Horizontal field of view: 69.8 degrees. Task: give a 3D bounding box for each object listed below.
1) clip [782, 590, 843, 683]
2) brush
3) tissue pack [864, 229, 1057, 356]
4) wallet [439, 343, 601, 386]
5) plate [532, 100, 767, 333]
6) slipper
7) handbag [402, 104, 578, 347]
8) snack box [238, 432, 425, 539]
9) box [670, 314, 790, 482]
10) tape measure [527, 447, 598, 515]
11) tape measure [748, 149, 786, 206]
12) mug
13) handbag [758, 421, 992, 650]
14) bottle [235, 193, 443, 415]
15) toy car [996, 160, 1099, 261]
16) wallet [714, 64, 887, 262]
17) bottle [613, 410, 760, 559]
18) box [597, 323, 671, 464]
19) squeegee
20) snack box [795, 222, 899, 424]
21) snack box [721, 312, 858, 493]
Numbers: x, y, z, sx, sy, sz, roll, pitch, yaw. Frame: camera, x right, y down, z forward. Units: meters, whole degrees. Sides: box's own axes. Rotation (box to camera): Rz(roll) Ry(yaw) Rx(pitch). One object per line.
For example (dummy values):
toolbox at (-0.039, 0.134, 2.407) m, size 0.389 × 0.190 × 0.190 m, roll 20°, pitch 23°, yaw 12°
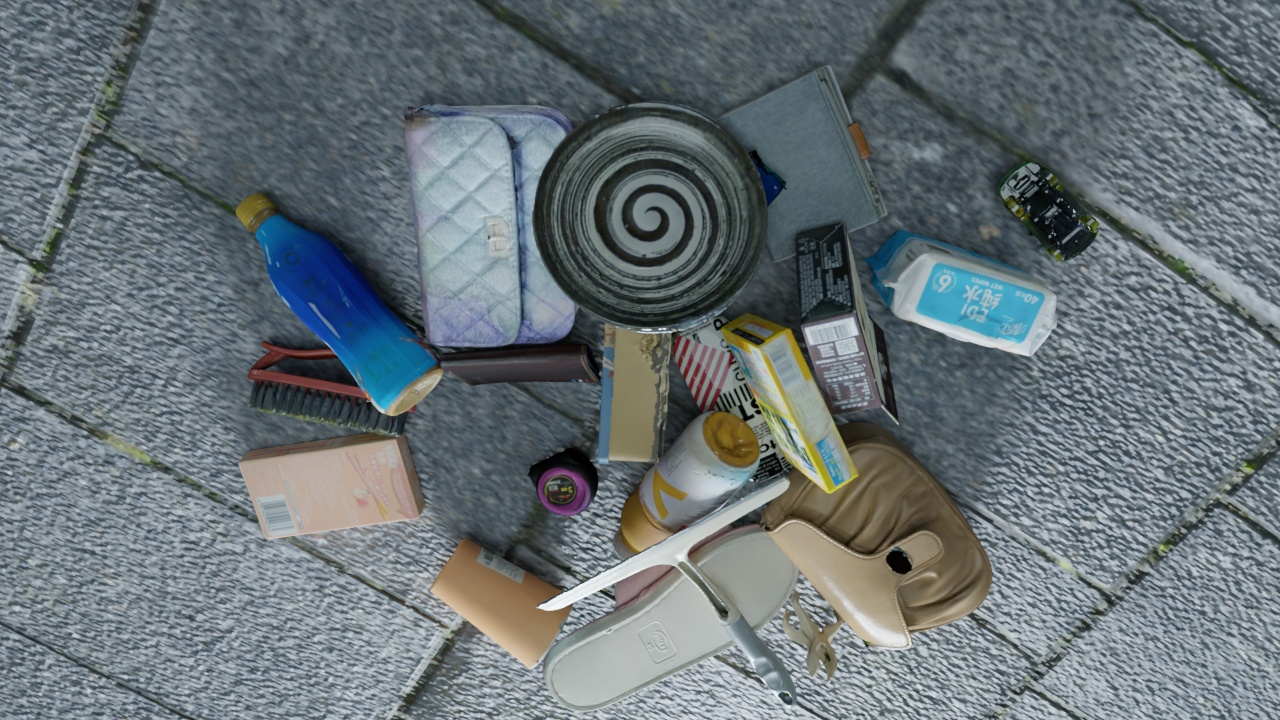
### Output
clip at (0.154, 0.255, 0.863) m, size 0.092 × 0.103 × 0.035 m, roll 29°, pitch 112°, yaw 17°
brush at (-0.276, 0.022, 0.817) m, size 0.146 × 0.063 × 0.069 m, roll 10°, pitch 80°, yaw 1°
tissue pack at (0.256, -0.054, 0.740) m, size 0.140 × 0.090 × 0.063 m, roll 17°, pitch 110°, yaw -4°
wallet at (-0.099, 0.006, 0.786) m, size 0.122 × 0.096 × 0.020 m, roll -2°, pitch 75°, yaw 4°
plate at (0.008, -0.108, 0.703) m, size 0.179 × 0.024 × 0.179 m, roll 0°, pitch 85°, yaw -1°
slipper at (0.028, 0.241, 0.878) m, size 0.274 × 0.054 × 0.114 m, roll -34°, pitch 109°, yaw 4°
handbag at (-0.118, -0.109, 0.748) m, size 0.134 × 0.075 × 0.194 m, roll 0°, pitch 110°, yaw 3°
snack box at (-0.290, 0.117, 0.866) m, size 0.157 × 0.026 × 0.084 m, roll -9°, pitch 109°, yaw 6°
box at (0.082, 0.035, 0.802) m, size 0.071 × 0.057 × 0.164 m, roll -23°, pitch 109°, yaw 26°
tape measure at (-0.068, 0.112, 0.846) m, size 0.057 × 0.039 × 0.058 m, roll -28°, pitch 101°, yaw 12°
tape measure at (0.081, -0.136, 0.726) m, size 0.054 × 0.025 × 0.058 m, roll 46°, pitch 123°, yaw 6°
mug at (-0.134, 0.227, 0.875) m, size 0.123 × 0.078 × 0.078 m, roll 35°, pitch 108°, yaw -5°
handbag at (0.213, 0.161, 0.815) m, size 0.148 × 0.099 × 0.204 m, roll -40°, pitch 104°, yaw 9°
bottle at (-0.256, -0.053, 0.766) m, size 0.065 × 0.065 × 0.218 m, roll -43°, pitch 85°, yaw 16°
toy car at (0.327, -0.121, 0.739) m, size 0.091 × 0.036 × 0.043 m, roll 43°, pitch 106°, yaw -11°
wallet at (0.130, -0.157, 0.738) m, size 0.107 × 0.036 × 0.130 m, roll -21°, pitch 107°, yaw 22°
bottle at (0.033, 0.119, 0.807) m, size 0.068 × 0.067 × 0.190 m, roll 30°, pitch 131°, yaw -8°
box at (-0.005, 0.004, 0.776) m, size 0.059 × 0.089 × 0.184 m, roll 5°, pitch 106°, yaw -1°
squeegee at (0.079, 0.232, 0.833) m, size 0.247 × 0.039 × 0.246 m, roll -31°, pitch 116°, yaw 14°
snack box at (0.163, -0.026, 0.729) m, size 0.053 × 0.113 × 0.126 m, roll -11°, pitch 131°, yaw 17°
snack box at (0.119, 0.032, 0.744) m, size 0.033 × 0.087 × 0.140 m, roll -28°, pitch 107°, yaw -7°
